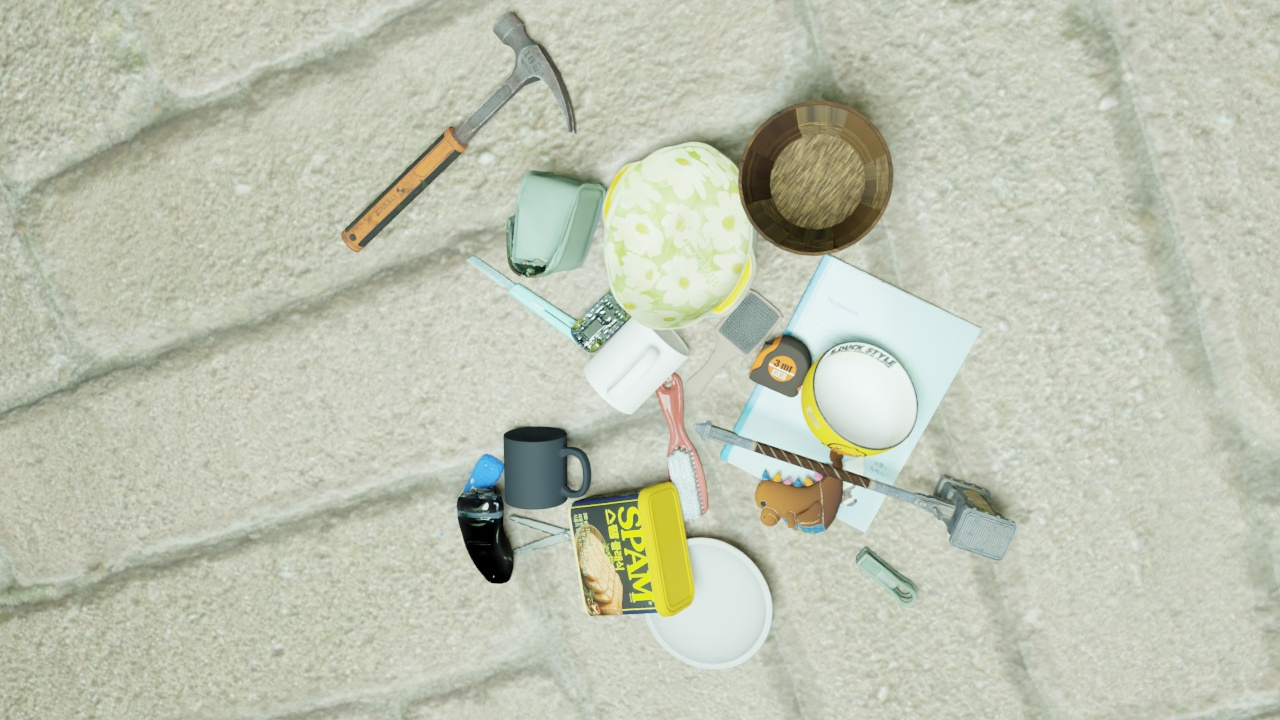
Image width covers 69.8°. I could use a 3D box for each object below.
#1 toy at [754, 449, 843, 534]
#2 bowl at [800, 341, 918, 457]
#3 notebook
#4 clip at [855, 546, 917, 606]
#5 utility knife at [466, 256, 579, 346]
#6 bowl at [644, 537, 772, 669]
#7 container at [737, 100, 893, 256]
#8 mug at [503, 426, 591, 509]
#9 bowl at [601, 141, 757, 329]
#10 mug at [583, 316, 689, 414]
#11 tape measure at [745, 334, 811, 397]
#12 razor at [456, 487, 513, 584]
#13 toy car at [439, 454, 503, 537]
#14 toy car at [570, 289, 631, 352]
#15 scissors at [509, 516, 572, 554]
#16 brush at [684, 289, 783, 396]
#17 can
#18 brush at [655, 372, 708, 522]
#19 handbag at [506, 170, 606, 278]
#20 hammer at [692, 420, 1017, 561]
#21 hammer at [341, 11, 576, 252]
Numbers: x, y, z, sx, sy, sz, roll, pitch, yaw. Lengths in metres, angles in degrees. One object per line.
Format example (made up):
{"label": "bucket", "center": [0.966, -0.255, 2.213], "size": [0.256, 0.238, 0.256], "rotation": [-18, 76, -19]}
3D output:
{"label": "toy", "center": [0.172, 0.135, 0.988], "size": [0.090, 0.070, 0.103], "rotation": [15, 81, 22]}
{"label": "bowl", "center": [0.214, 0.046, 0.934], "size": [0.117, 0.068, 0.117], "rotation": [7, 65, -15]}
{"label": "notebook", "center": [0.219, 0.038, 0.982], "size": [0.181, 0.009, 0.254], "rotation": [27, 104, 6]}
{"label": "clip", "center": [0.269, 0.236, 0.999], "size": [0.076, 0.042, 0.023], "rotation": [39, 107, 3]}
{"label": "utility knife", "center": [-0.128, -0.069, 1.035], "size": [0.165, 0.015, 0.022], "rotation": [35, 82, 6]}
{"label": "bowl", "center": [0.078, 0.268, 1.034], "size": [0.150, 0.043, 0.149], "rotation": [2, 96, 19]}
{"label": "container", "center": [0.167, -0.171, 0.873], "size": [0.132, 0.167, 0.132], "rotation": [2, 100, 11]}
{"label": "mug", "center": [-0.103, 0.122, 1.030], "size": [0.105, 0.071, 0.077], "rotation": [5, 101, 25]}
{"label": "bowl", "center": [0.050, -0.122, 0.939], "size": [0.219, 0.060, 0.189], "rotation": [45, 114, 35]}
{"label": "mug", "center": [-0.006, 0.006, 0.972], "size": [0.074, 0.110, 0.091], "rotation": [42, 106, -7]}
{"label": "tape measure", "center": [0.150, 0.003, 0.968], "size": [0.058, 0.038, 0.059], "rotation": [24, 117, 8]}
{"label": "razor", "center": [-0.176, 0.203, 1.065], "size": [0.053, 0.063, 0.141], "rotation": [2, 130, 9]}
{"label": "toy car", "center": [-0.199, 0.159, 1.066], "size": [0.033, 0.061, 0.092], "rotation": [32, 105, 5]}
{"label": "toy car", "center": [-0.036, -0.048, 1.011], "size": [0.090, 0.027, 0.038], "rotation": [-43, 87, 2]}
{"label": "scissors", "center": [-0.073, 0.194, 1.072], "size": [0.141, 0.014, 0.158], "rotation": [36, 105, 0]}
{"label": "brush", "center": [0.094, -0.012, 0.997], "size": [0.050, 0.015, 0.136], "rotation": [40, 105, 3]}
{"label": "can", "center": [-0.011, 0.208, 1.001], "size": [0.105, 0.075, 0.135], "rotation": [-11, 87, 29]}
{"label": "brush", "center": [0.043, 0.098, 1.021], "size": [0.041, 0.030, 0.172], "rotation": [-10, 98, 13]}
{"label": "handbag", "center": [-0.091, -0.142, 0.957], "size": [0.067, 0.121, 0.106], "rotation": [18, 103, 8]}
{"label": "hammer", "center": [0.207, 0.117, 0.930], "size": [0.322, 0.098, 0.044], "rotation": [18, 103, 0]}
{"label": "hammer", "center": [-0.209, -0.221, 1.014], "size": [0.315, 0.035, 0.138], "rotation": [-39, 90, 16]}
